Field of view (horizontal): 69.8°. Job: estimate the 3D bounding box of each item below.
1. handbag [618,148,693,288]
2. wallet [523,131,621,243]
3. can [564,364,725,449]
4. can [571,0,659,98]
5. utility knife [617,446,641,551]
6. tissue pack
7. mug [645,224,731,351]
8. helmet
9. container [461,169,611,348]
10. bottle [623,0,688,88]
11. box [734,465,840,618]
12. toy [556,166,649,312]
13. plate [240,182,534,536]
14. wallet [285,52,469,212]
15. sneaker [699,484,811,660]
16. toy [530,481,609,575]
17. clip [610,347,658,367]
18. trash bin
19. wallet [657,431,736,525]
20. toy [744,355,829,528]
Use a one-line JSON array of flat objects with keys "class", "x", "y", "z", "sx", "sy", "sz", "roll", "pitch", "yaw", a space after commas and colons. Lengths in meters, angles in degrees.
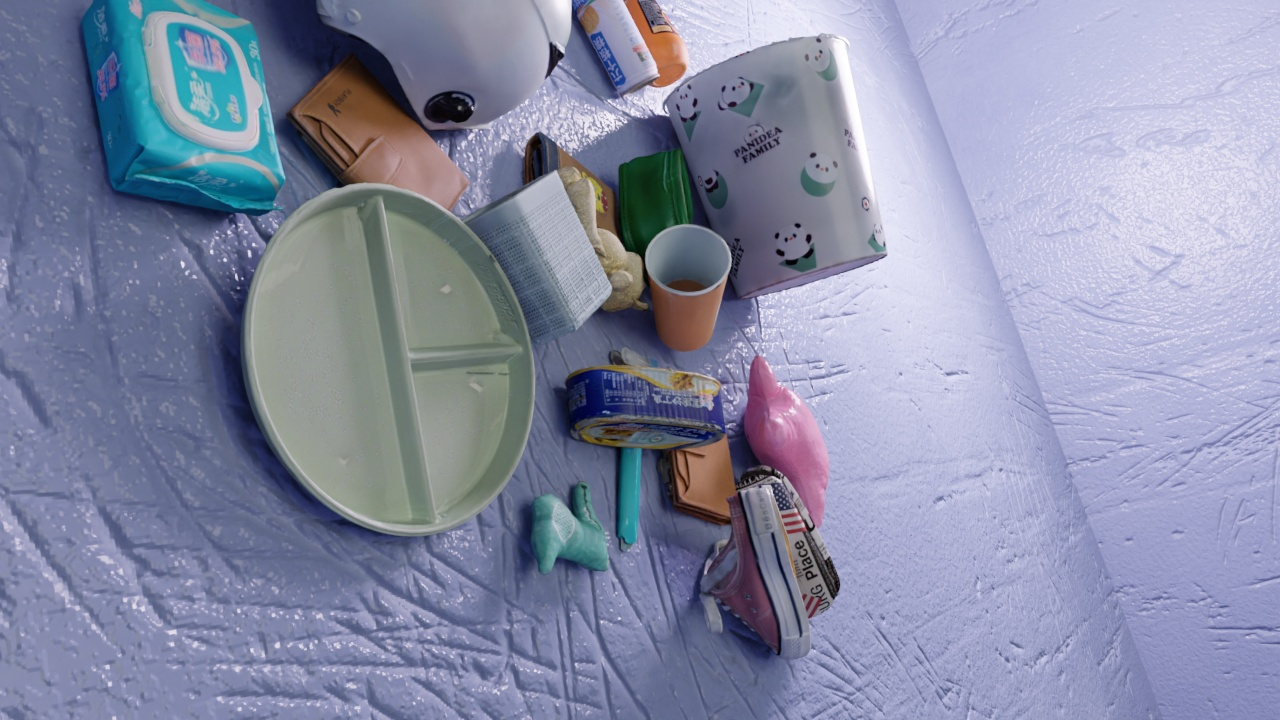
[{"class": "handbag", "x": 0.025, "y": -0.143, "z": 0.941, "sx": 0.120, "sy": 0.068, "sz": 0.131, "roll": 59, "pitch": 21, "yaw": -51}, {"class": "wallet", "x": -0.062, "y": -0.151, "z": 0.868, "sx": 0.115, "sy": 0.033, "sz": 0.090, "roll": 32, "pitch": 44, "yaw": -48}, {"class": "can", "x": 0.006, "y": 0.042, "z": 0.784, "sx": 0.148, "sy": 0.075, "sz": 0.049, "roll": 8, "pitch": 64, "yaw": -32}, {"class": "can", "x": -0.031, "y": -0.368, "z": 1.031, "sx": 0.134, "sy": 0.053, "sz": 0.053, "roll": 61, "pitch": 32, "yaw": -9}, {"class": "utility knife", "x": -0.011, "y": 0.092, "z": 0.805, "sx": 0.029, "sy": 0.013, "sz": 0.157, "roll": 31, "pitch": 48, "yaw": -40}, {"class": "tissue pack", "x": -0.266, "y": -0.150, "z": 0.540, "sx": 0.093, "sy": 0.050, "sz": 0.133, "roll": 2, "pitch": 69, "yaw": -57}, {"class": "mug", "x": 0.045, "y": -0.063, "z": 0.885, "sx": 0.123, "sy": 0.078, "sz": 0.078, "roll": 87, "pitch": 0, "yaw": -61}, {"class": "helmet", "x": -0.132, "y": -0.309, "z": 0.711, "sx": 0.258, "sy": 0.146, "sz": 0.228, "roll": 38, "pitch": 38, "yaw": -57}, {"class": "container", "x": -0.088, "y": -0.074, "z": 0.723, "sx": 0.111, "sy": 0.090, "sz": 0.089, "roll": 61, "pitch": 32, "yaw": -14}, {"class": "bottle", "x": 0.006, "y": -0.405, "z": 1.110, "sx": 0.066, "sy": 0.067, "sz": 0.149, "roll": 0, "pitch": 63, "yaw": -56}, {"class": "box", "x": 0.144, "y": 0.188, "z": 0.927, "sx": 0.082, "sy": 0.075, "sz": 0.163, "roll": -33, "pitch": 101, "yaw": -46}, {"class": "toy", "x": -0.038, "y": -0.101, "z": 0.802, "sx": 0.066, "sy": 0.105, "sz": 0.157, "roll": -49, "pitch": 142, "yaw": -17}, {"class": "plate", "x": -0.156, "y": -0.001, "z": 0.600, "sx": 0.230, "sy": 0.028, "sz": 0.230, "roll": 21, "pitch": 63, "yaw": -48}, {"class": "wallet", "x": -0.192, "y": -0.147, "z": 0.672, "sx": 0.130, "sy": 0.035, "sz": 0.118, "roll": 48, "pitch": 30, "yaw": -27}, {"class": "sneaker", "x": 0.097, "y": 0.199, "z": 0.828, "sx": 0.241, "sy": 0.088, "sz": 0.118, "roll": 69, "pitch": 10, "yaw": -46}, {"class": "toy", "x": -0.053, "y": 0.129, "z": 0.702, "sx": 0.092, "sy": 0.030, "sz": 0.096, "roll": 39, "pitch": 34, "yaw": -45}, {"class": "clip", "x": -0.006, "y": 0.005, "z": 0.864, "sx": 0.058, "sy": 0.038, "sz": 0.026, "roll": 30, "pitch": 49, "yaw": -47}, {"class": "trash bin", "x": 0.169, "y": -0.217, "z": 1.091, "sx": 0.229, "sy": 0.230, "sz": 0.252, "roll": -14, "pitch": 88, "yaw": -58}, {"class": "wallet", "x": 0.054, "y": 0.087, "z": 0.890, "sx": 0.107, "sy": 0.031, "sz": 0.131, "roll": 28, "pitch": 47, "yaw": -48}, {"class": "toy", "x": 0.162, "y": 0.087, "z": 1.010, "sx": 0.178, "sy": 0.075, "sz": 0.195, "roll": -92, "pitch": 157, "yaw": -55}]
